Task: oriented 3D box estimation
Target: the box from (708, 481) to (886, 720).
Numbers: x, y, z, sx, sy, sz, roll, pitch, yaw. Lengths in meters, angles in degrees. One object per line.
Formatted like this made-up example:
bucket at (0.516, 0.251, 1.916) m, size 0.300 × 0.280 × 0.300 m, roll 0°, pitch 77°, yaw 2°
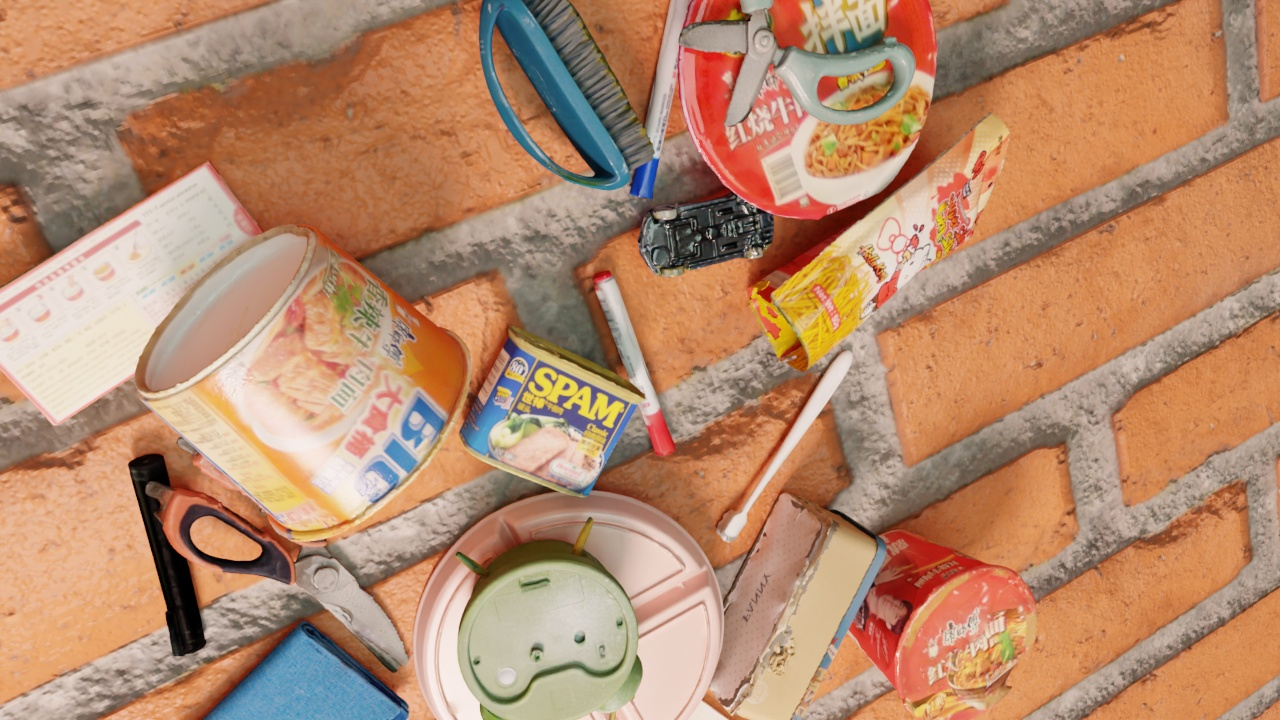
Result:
box at (0.117, 0.188, 0.716) m, size 0.063 × 0.090 × 0.184 m, roll 28°, pitch 94°, yaw -20°

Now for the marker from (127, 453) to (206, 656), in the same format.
marker at (-0.292, 0.121, 0.567) m, size 0.020 × 0.022 × 0.132 m, roll 2°, pitch 108°, yaw 20°

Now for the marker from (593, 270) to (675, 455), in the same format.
marker at (-0.004, 0.004, 0.657) m, size 0.017 × 0.017 × 0.145 m, roll -25°, pitch 112°, yaw -15°

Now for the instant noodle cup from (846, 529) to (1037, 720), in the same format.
instant noodle cup at (0.235, 0.210, 0.759) m, size 0.137 × 0.108 × 0.138 m, roll -6°, pitch 106°, yaw -21°

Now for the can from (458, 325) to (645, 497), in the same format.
can at (-0.061, 0.036, 0.621) m, size 0.102 × 0.057 × 0.083 m, roll 26°, pitch 95°, yaw -26°

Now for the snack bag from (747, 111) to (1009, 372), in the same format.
snack bag at (0.179, -0.080, 0.674) m, size 0.207 × 0.073 × 0.129 m, roll -35°, pitch 150°, yaw -7°

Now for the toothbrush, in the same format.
toothbrush at (0.115, 0.066, 0.725) m, size 0.016 × 0.016 × 0.180 m, roll 37°, pitch 86°, yaw -28°

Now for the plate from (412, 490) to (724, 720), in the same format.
plate at (-0.048, 0.206, 0.663) m, size 0.229 × 0.028 × 0.230 m, roll -2°, pitch 104°, yaw -10°

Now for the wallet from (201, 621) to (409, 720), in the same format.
wallet at (-0.237, 0.255, 0.617) m, size 0.133 × 0.040 × 0.106 m, roll -45°, pitch 107°, yaw -6°

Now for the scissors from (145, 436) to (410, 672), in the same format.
scissors at (-0.227, 0.142, 0.594) m, size 0.181 × 0.015 × 0.209 m, roll -6°, pitch 100°, yaw -38°

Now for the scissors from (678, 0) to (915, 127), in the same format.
scissors at (0.107, -0.225, 0.569) m, size 0.174 × 0.019 × 0.170 m, roll 3°, pitch 104°, yaw -22°

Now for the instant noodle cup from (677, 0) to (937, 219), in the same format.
instant noodle cup at (0.103, -0.194, 0.622) m, size 0.193 × 0.066 × 0.194 m, roll -5°, pitch 105°, yaw -21°

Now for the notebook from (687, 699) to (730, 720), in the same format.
notebook at (-0.024, 0.307, 0.733) m, size 0.206 × 0.010 × 0.146 m, roll 43°, pitch 86°, yaw -26°

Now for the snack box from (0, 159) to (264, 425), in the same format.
snack box at (-0.289, -0.039, 0.522) m, size 0.155 × 0.027 × 0.077 m, roll -36°, pitch 115°, yaw -10°

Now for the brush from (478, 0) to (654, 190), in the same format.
brush at (-0.053, -0.165, 0.570) m, size 0.073 × 0.055 × 0.144 m, roll -40°, pitch 115°, yaw -9°

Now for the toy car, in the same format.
toy car at (0.045, -0.090, 0.644) m, size 0.105 × 0.031 × 0.049 m, roll -15°, pitch 108°, yaw -20°

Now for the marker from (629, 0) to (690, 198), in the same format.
marker at (0.015, -0.182, 0.616) m, size 0.017 × 0.017 × 0.146 m, roll 8°, pitch 101°, yaw -24°

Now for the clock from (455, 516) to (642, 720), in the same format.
clock at (-0.059, 0.192, 0.614) m, size 0.116 × 0.056 × 0.161 m, roll -13°, pitch 104°, yaw -7°

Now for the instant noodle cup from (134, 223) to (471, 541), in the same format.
instant noodle cup at (-0.185, 0.005, 0.499) m, size 0.151 × 0.151 × 0.111 m, roll -44°, pitch 127°, yaw -7°
